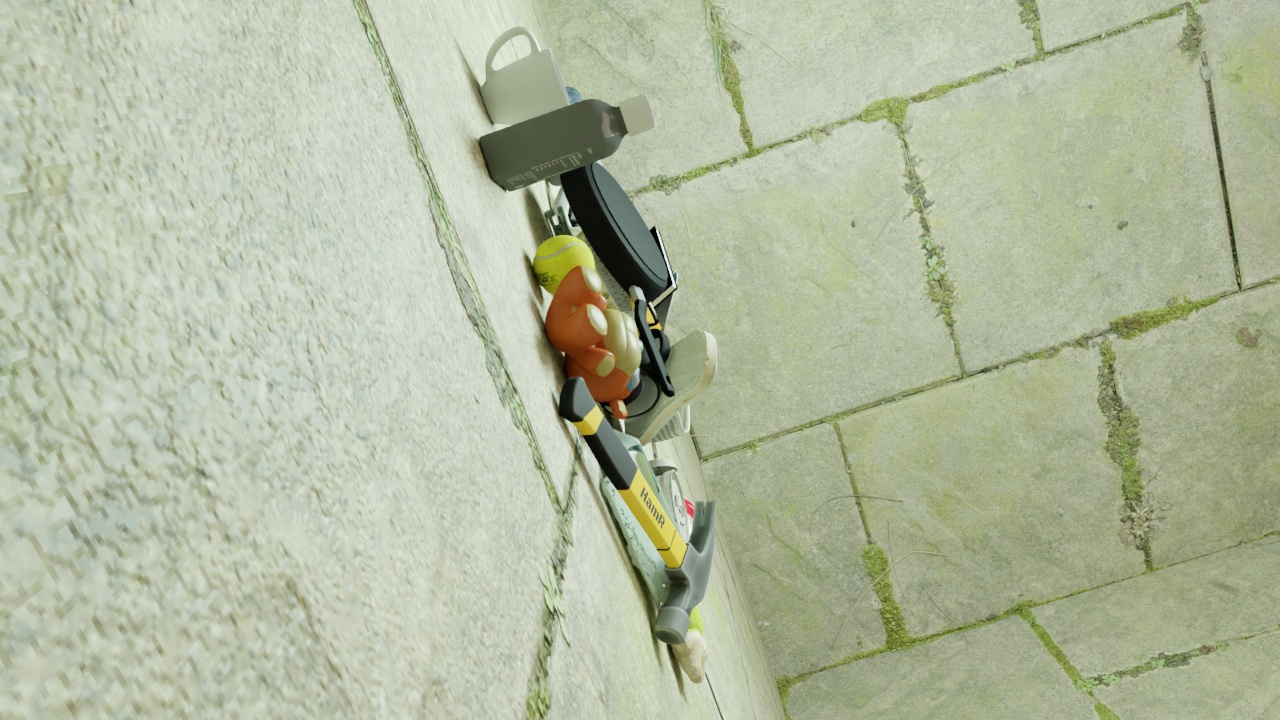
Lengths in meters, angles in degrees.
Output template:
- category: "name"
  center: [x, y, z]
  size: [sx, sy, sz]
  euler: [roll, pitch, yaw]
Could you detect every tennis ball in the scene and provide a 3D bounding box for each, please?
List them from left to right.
- category: "tennis ball"
  center: [-0.082, -0.102, 0.986]
  size: [0.065, 0.065, 0.065]
  euler: [-17, 89, -86]

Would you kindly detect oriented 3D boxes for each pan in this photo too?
- category: "pan"
  center: [-0.007, -0.108, 1.138]
  size: [0.204, 0.044, 0.355]
  euler: [40, 24, -54]

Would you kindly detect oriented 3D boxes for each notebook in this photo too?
- category: "notebook"
  center: [-0.014, -0.120, 1.467]
  size: [0.016, 0.149, 0.206]
  euler: [40, 20, -28]

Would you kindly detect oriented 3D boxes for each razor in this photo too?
- category: "razor"
  center: [-0.111, -0.259, 1.372]
  size: [0.116, 0.088, 0.047]
  euler: [-77, 155, -42]

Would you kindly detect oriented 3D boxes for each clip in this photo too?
- category: "clip"
  center: [-0.107, -0.175, 1.266]
  size: [0.023, 0.042, 0.076]
  euler: [-86, 156, -75]

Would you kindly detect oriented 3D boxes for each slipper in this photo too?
- category: "slipper"
  center: [0.042, 0.041, 1.207]
  size: [0.273, 0.054, 0.114]
  euler: [132, -41, -58]

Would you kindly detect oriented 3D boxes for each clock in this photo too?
- category: "clock"
  center: [0.023, 0.179, 1.195]
  size: [0.103, 0.061, 0.156]
  euler: [60, 20, -64]

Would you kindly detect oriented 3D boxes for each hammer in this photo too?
- category: "hammer"
  center: [0.000, 0.138, 0.952]
  size: [0.325, 0.034, 0.169]
  euler: [60, 39, -34]

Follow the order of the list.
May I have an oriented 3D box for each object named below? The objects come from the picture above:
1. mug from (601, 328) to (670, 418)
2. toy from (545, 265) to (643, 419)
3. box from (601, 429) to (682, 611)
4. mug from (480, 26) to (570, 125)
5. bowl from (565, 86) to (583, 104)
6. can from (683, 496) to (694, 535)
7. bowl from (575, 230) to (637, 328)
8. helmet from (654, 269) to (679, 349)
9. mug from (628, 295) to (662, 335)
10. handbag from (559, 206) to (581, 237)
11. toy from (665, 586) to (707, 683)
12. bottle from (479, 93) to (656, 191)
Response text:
- category: "mug"
  center: [-0.007, 0.007, 1.193]
  size: [0.078, 0.114, 0.087]
  euler: [36, 25, -32]
- category: "toy"
  center: [-0.046, -0.011, 0.967]
  size: [0.176, 0.096, 0.112]
  euler: [83, -3, -48]
- category: "box"
  center: [0.001, 0.184, 1.040]
  size: [0.197, 0.074, 0.126]
  euler: [67, 25, -22]
- category: "mug"
  center: [-0.138, -0.319, 1.035]
  size: [0.071, 0.089, 0.107]
  euler: [-103, 173, -50]
- category: "bowl"
  center: [-0.133, -0.340, 1.324]
  size: [0.114, 0.060, 0.114]
  euler: [3, -86, 55]
- category: "can"
  center: [0.052, 0.239, 1.272]
  size: [0.104, 0.064, 0.064]
  euler: [-102, 173, -55]
- category: "bowl"
  center: [-0.062, -0.091, 1.157]
  size: [0.145, 0.063, 0.145]
  euler: [61, 10, -20]
- category: "helmet"
  center: [-0.010, -0.073, 1.542]
  size: [0.271, 0.118, 0.183]
  euler: [-78, -179, -88]
- category: "mug"
  center: [-0.025, -0.071, 1.271]
  size: [0.124, 0.100, 0.094]
  euler: [-5, -69, 51]
- category: "handbag"
  center: [-0.080, -0.166, 1.425]
  size: [0.151, 0.074, 0.175]
  euler: [66, 26, -43]
- category: "toy"
  center: [0.054, 0.324, 1.088]
  size: [0.092, 0.043, 0.117]
  euler: [70, 6, -52]
- category: "bottle"
  center: [-0.070, -0.228, 0.943]
  size: [0.083, 0.174, 0.046]
  euler: [-16, 88, -86]
